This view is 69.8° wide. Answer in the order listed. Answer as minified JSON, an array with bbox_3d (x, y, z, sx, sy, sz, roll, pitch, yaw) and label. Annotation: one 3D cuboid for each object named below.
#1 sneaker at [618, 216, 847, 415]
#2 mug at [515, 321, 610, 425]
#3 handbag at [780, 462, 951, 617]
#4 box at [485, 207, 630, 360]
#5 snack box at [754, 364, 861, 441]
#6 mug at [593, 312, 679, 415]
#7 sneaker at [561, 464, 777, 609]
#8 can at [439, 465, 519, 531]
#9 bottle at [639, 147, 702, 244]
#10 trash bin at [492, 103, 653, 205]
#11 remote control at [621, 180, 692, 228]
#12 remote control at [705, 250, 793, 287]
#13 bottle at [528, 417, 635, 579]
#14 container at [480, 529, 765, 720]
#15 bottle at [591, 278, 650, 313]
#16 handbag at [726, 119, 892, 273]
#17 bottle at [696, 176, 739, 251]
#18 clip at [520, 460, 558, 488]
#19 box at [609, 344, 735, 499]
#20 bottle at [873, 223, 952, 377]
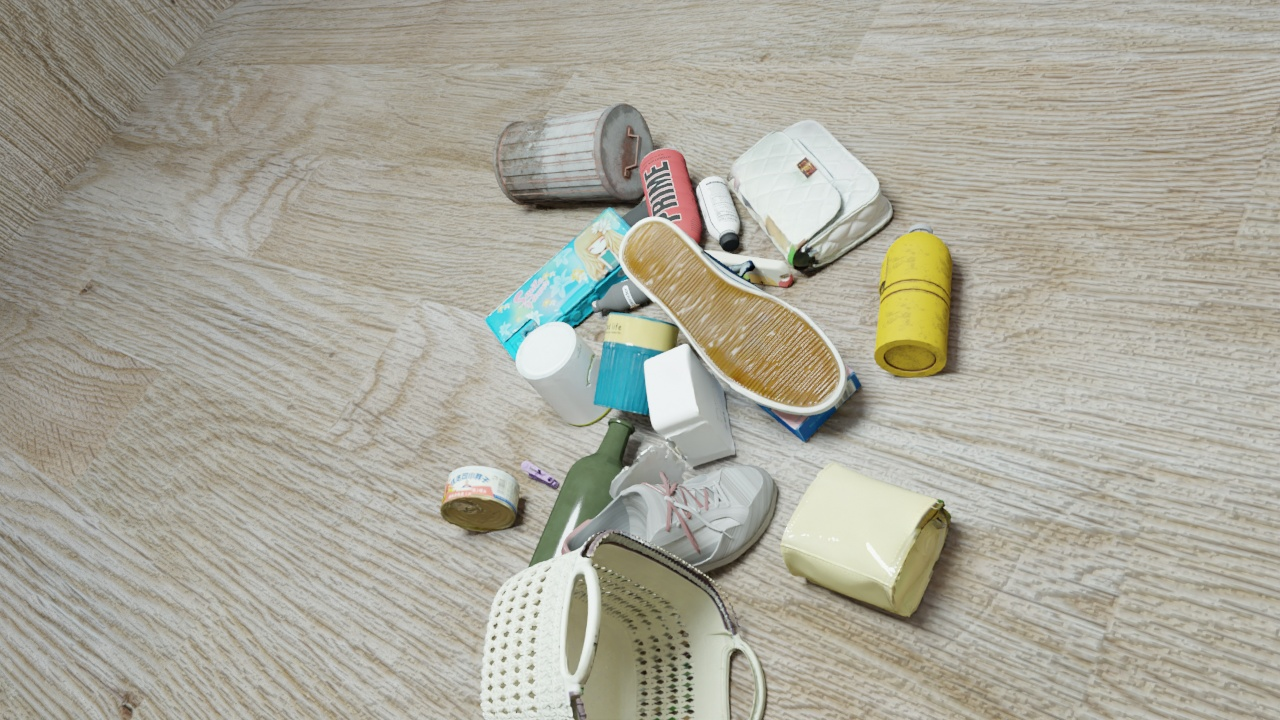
[{"bbox_3d":[0.109,-0.044,0.986,0.294,0.127,0.121,42,96,28],"label":"sneaker"},{"bbox_3d":[-0.085,0.016,1.079,0.083,0.106,0.082,-16,50,20],"label":"mug"},{"bbox_3d":[0.204,0.159,0.821,0.119,0.081,0.111,14,58,39],"label":"handbag"},{"bbox_3d":[-0.096,-0.097,1.203,0.227,0.039,0.094,-42,55,2],"label":"box"},{"bbox_3d":[0.151,0.012,0.989,0.088,0.033,0.154,-44,46,-4],"label":"snack box"},{"bbox_3d":[-0.006,0.006,1.049,0.083,0.113,0.107,9,88,-7],"label":"mug"},{"bbox_3d":[0.028,0.154,0.886,0.236,0.090,0.099,-27,52,-12],"label":"sneaker"},{"bbox_3d":[-0.182,0.158,1.046,0.086,0.086,0.043,-14,50,22],"label":"can"},{"bbox_3d":[0.043,-0.189,1.178,0.062,0.062,0.176,-21,59,17],"label":"bottle"},{"bbox_3d":[-0.089,-0.285,1.292,0.211,0.131,0.130,3,59,35],"label":"trash bin"},{"bbox_3d":[0.006,-0.205,1.251,0.147,0.015,0.033,-36,46,3],"label":"remote control"},{"bbox_3d":[0.124,-0.110,1.093,0.126,0.038,0.018,14,65,37],"label":"remote control"},{"bbox_3d":[-0.055,0.158,0.980,0.072,0.071,0.206,4,60,33],"label":"bottle"},{"bbox_3d":[-0.017,0.260,0.773,0.144,0.251,0.184,-21,51,30],"label":"container"},{"bbox_3d":[-0.010,-0.086,1.157,0.110,0.036,0.036,-21,49,17],"label":"bottle"},{"bbox_3d":[0.196,-0.204,1.096,0.139,0.072,0.194,-34,46,5],"label":"handbag"},{"bbox_3d":[0.101,-0.183,1.160,0.041,0.041,0.115,-24,48,14],"label":"bottle"},{"bbox_3d":[-0.117,0.133,1.069,0.051,0.033,0.013,21,68,39],"label":"clip"},{"bbox_3d":[0.039,0.082,0.957,0.101,0.111,0.188,-4,56,31],"label":"box"},{"bbox_3d":[0.282,-0.070,0.946,0.071,0.071,0.163,-4,55,29],"label":"bottle"}]
